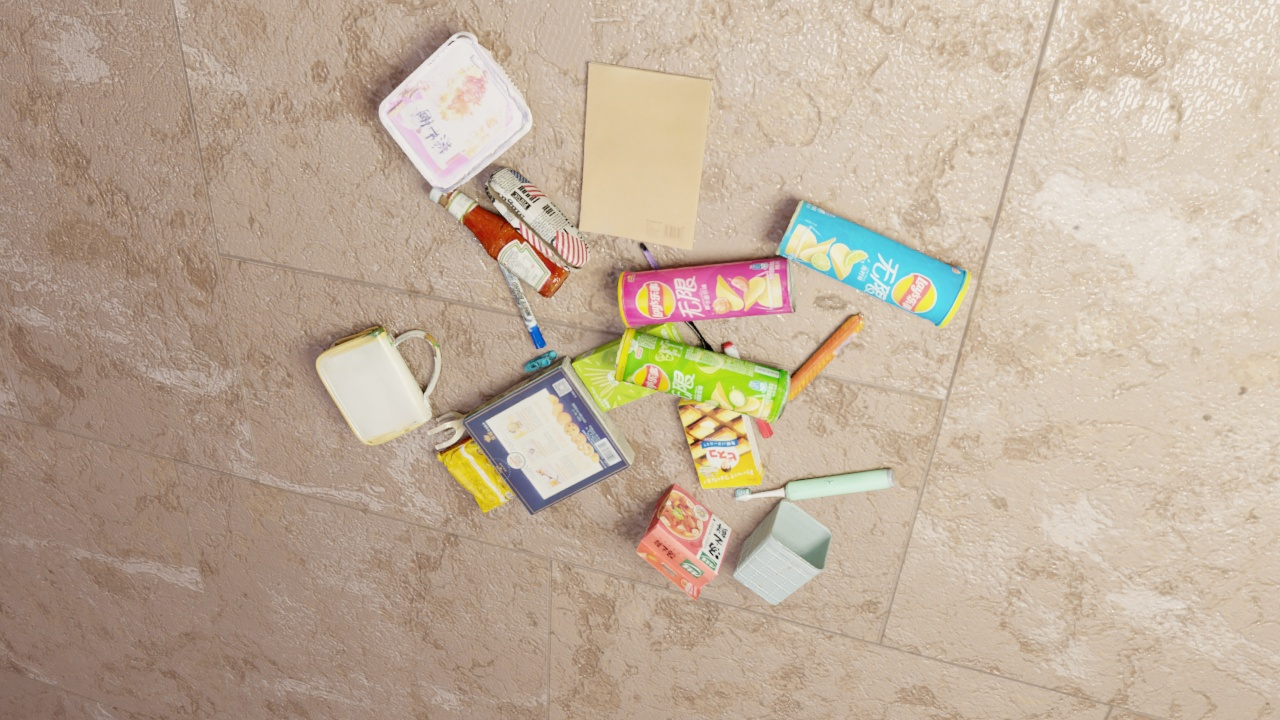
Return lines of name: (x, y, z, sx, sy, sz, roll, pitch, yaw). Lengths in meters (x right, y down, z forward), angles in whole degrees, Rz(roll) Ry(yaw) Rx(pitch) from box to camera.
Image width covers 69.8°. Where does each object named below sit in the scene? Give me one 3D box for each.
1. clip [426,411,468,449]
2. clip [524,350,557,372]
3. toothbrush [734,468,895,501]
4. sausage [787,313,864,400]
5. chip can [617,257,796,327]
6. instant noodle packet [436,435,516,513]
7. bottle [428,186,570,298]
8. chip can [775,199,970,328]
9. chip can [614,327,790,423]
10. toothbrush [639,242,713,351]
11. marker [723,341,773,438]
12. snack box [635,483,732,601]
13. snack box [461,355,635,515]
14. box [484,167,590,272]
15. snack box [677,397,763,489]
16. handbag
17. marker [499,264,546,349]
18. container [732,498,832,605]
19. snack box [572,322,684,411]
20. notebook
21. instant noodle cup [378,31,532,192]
clip: (-0.272, 0.092, 1.387, 0.102, 0.094, 0.035, -31, 107, -9)
clip: (-0.142, 0.002, 1.294, 0.057, 0.049, 0.015, -21, 110, 34)
toothbrush: (0.234, 0.175, 1.254, 0.225, 0.027, 0.026, -12, 146, 24)
sausage: (0.228, -0.001, 1.161, 0.021, 0.021, 0.166, 37, 123, -3)
chip can: (0.082, -0.083, 1.127, 0.211, 0.071, 0.071, -4, 117, 16)
instant noodle packet: (-0.233, 0.170, 1.404, 0.111, 0.044, 0.128, -26, 109, 27)
bottle: (-0.184, -0.162, 1.193, 0.206, 0.059, 0.060, 37, 123, -3)
chip can: (0.266, -0.112, 1.057, 0.210, 0.071, 0.071, 25, 123, 5)
chip can: (0.079, 0.020, 1.168, 0.221, 0.072, 0.073, 15, 122, 4)
toothbrush: (0.048, -0.072, 1.191, 0.017, 0.014, 0.189, -14, 113, 52)
marker: (0.143, 0.040, 1.217, 0.017, 0.017, 0.145, -16, 112, 26)
snack box: (0.065, 0.254, 1.298, 0.113, 0.126, 0.044, 40, 123, -6)
snack box: (-0.131, 0.111, 1.317, 0.183, 0.045, 0.178, -28, 107, 18)
box: (-0.131, -0.175, 1.165, 0.060, 0.071, 0.164, -42, 96, 14)
snack box: (0.111, 0.109, 1.258, 0.087, 0.033, 0.140, -7, 117, 23)
handbag: (-0.369, 0.025, 1.371, 0.179, 0.063, 0.163, -21, 110, 12)
marker: (-0.163, -0.082, 1.255, 0.017, 0.016, 0.146, -11, 114, 24)
container: (0.195, 0.272, 1.287, 0.090, 0.089, 0.112, 36, 126, -2)
snack box: (-0.007, 0.007, 1.245, 0.157, 0.026, 0.086, -22, 110, 27)
notebook: (0.002, -0.243, 1.112, 0.149, 0.012, 0.212, 12, 121, 12)
instant noodle cup: (-0.218, -0.305, 1.125, 0.174, 0.060, 0.138, -29, 105, 31)
